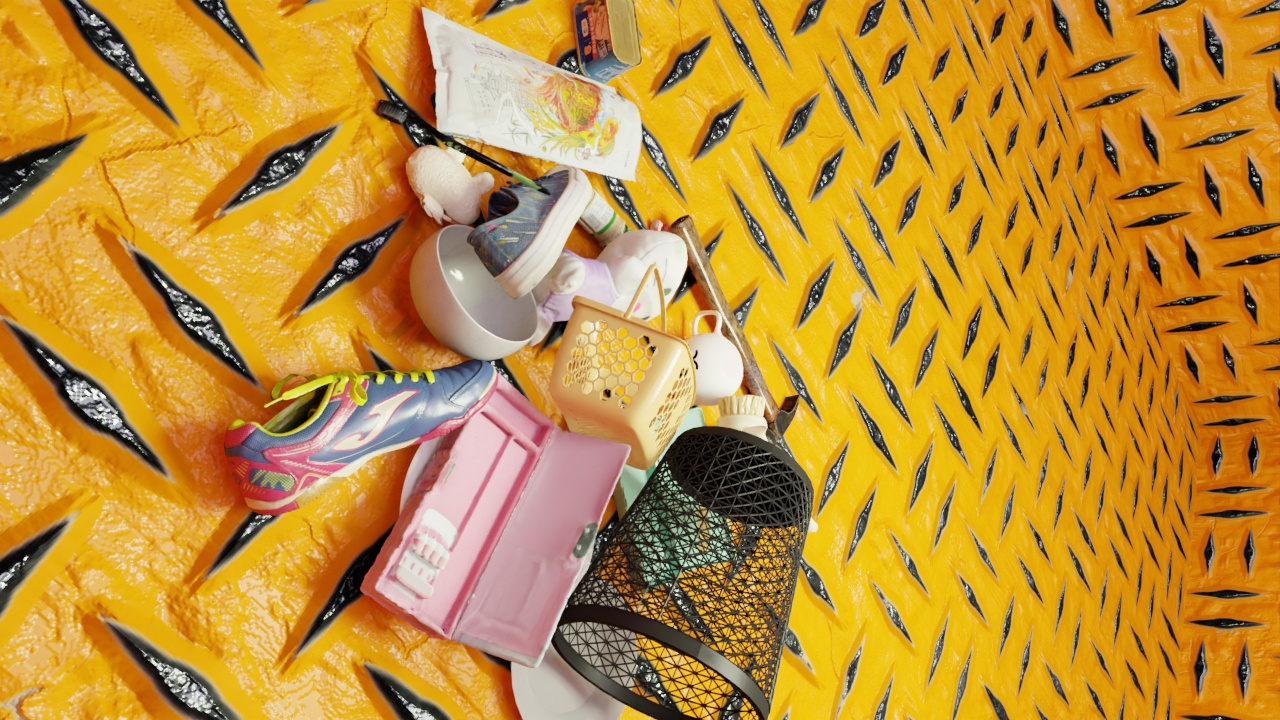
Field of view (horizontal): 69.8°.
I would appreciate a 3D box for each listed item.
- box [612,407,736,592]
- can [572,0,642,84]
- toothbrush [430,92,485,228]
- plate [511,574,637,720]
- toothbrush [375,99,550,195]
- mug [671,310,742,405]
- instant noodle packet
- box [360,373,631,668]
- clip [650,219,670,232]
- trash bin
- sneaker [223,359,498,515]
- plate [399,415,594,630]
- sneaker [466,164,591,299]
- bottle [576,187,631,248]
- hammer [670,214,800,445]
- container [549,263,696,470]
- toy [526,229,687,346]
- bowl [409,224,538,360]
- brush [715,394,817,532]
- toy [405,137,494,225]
[{"bbox_3d":[0.031,0.158,1.058,0.137,0.056,0.187,-13,92,-30],"label":"box"},{"bbox_3d":[-0.039,-0.390,1.097,0.053,0.059,0.099,-2,83,-47],"label":"can"},{"bbox_3d":[-0.175,-0.182,0.935,0.016,0.017,0.190,-25,100,-47],"label":"toothbrush"},{"bbox_3d":[-0.070,0.305,0.939,0.172,0.019,0.172,13,72,-45],"label":"plate"},{"bbox_3d":[-0.170,-0.200,0.875,0.188,0.014,0.017,28,69,2],"label":"toothbrush"},{"bbox_3d":[0.083,-0.005,1.129,0.090,0.076,0.123,20,67,-43],"label":"mug"},{"bbox_3d":[-0.110,-0.281,0.997,0.268,0.057,0.146,6,64,-46],"label":"instant noodle packet"},{"bbox_3d":[-0.126,0.143,0.832,0.172,0.075,0.232,29,57,-5],"label":"box"},{"bbox_3d":[0.018,-0.148,1.135,0.041,0.023,0.059,29,55,-36],"label":"clip"},{"bbox_3d":[0.060,0.210,0.918,0.217,0.217,0.242,50,50,-28],"label":"trash bin"},{"bbox_3d":[-0.222,0.036,0.763,0.241,0.116,0.091,-31,114,-40],"label":"sneaker"},{"bbox_3d":[-0.138,0.153,0.889,0.229,0.030,0.229,13,71,-43],"label":"plate"},{"bbox_3d":[-0.110,-0.150,0.909,0.079,0.088,0.234,43,27,-19],"label":"sneaker"},{"bbox_3d":[-0.047,-0.160,1.052,0.110,0.043,0.042,43,53,-30],"label":"bottle"},{"bbox_3d":[0.123,-0.043,1.207,0.119,0.033,0.330,-49,120,-45],"label":"hammer"},{"bbox_3d":[-0.006,0.006,0.941,0.183,0.129,0.166,79,34,-66],"label":"container"},{"bbox_3d":[-0.041,-0.080,0.992,0.208,0.138,0.085,-13,59,-46],"label":"toy"},{"bbox_3d":[-0.165,-0.057,0.872,0.132,0.064,0.131,42,30,-31],"label":"bowl"},{"bbox_3d":[0.165,0.134,1.143,0.272,0.062,0.077,55,53,-36],"label":"brush"},{"bbox_3d":[-0.190,-0.168,0.892,0.087,0.050,0.112,49,49,-25],"label":"toy"}]
